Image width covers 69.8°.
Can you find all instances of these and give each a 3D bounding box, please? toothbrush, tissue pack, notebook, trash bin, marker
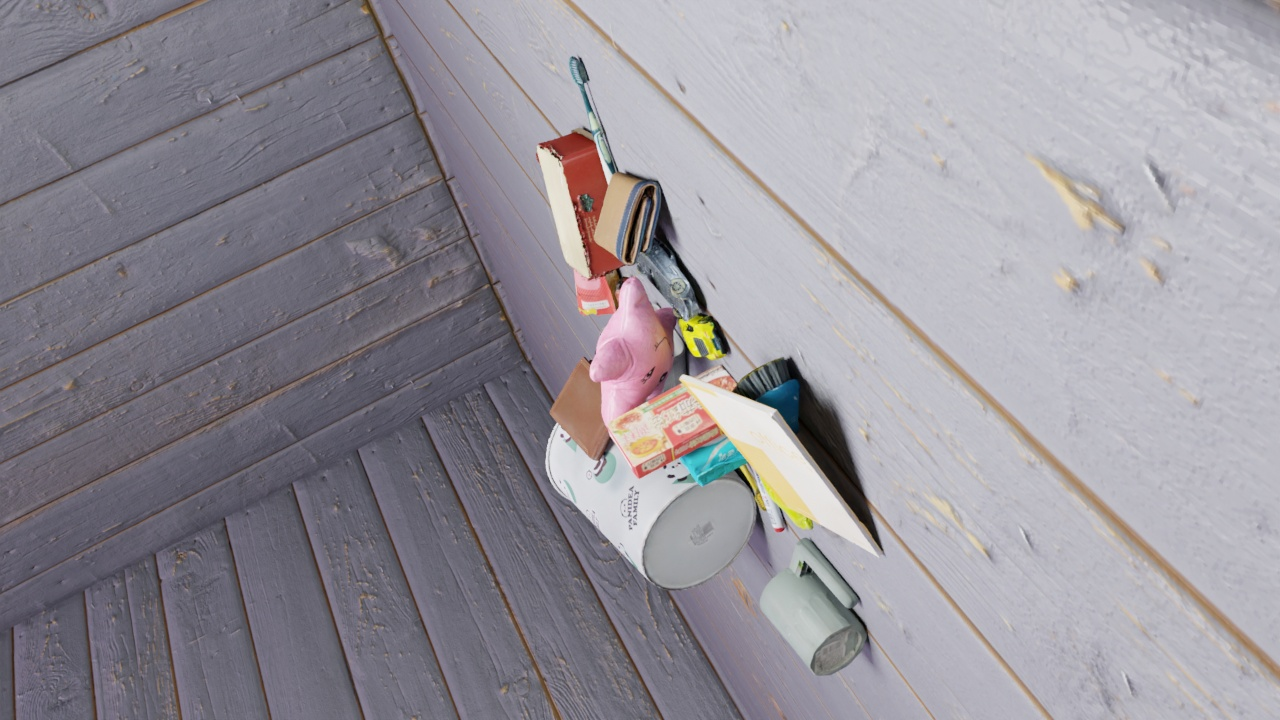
[{"bbox_3d":[-0.045,-0.252,1.037,0.018,0.016,0.192,35,152,48],"label":"toothbrush"},{"bbox_3d":[0.078,0.081,1.074,0.133,0.093,0.050,53,165,44],"label":"tissue pack"},{"bbox_3d":[0.131,0.097,0.862,0.206,0.010,0.146,50,165,-30],"label":"notebook"},{"bbox_3d":[0.019,0.179,1.311,0.252,0.229,0.230,43,159,49],"label":"trash bin"},{"bbox_3d":[0.117,0.108,1.177,0.190,0.015,0.017,61,166,10],"label":"toothbrush"},{"bbox_3d":[0.152,0.154,1.120,0.017,0.017,0.145,46,161,60],"label":"marker"}]

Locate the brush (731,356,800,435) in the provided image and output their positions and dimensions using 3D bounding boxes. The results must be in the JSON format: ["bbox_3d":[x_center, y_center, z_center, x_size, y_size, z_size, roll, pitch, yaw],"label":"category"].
[{"bbox_3d":[0.121,0.047,0.873,0.073,0.055,0.144,62,170,10],"label":"brush"}]

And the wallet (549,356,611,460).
[{"bbox_3d":[-0.070,0.066,1.274,0.032,0.101,0.124,20,-164,-43],"label":"wallet"}]

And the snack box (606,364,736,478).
[{"bbox_3d":[0.045,0.067,1.031,0.075,0.152,0.025,54,167,43],"label":"snack box"}]

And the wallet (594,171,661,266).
[{"bbox_3d":[-0.016,-0.156,0.995,0.115,0.033,0.090,-139,62,-64],"label":"wallet"}]

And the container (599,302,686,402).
[{"bbox_3d":[0.008,-0.001,1.236,0.090,0.090,0.114,58,173,26],"label":"container"}]

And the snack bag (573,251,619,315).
[{"bbox_3d":[-0.082,-0.168,1.336,0.128,0.073,0.208,39,150,57],"label":"snack bag"}]

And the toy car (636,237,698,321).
[{"bbox_3d":[0.028,-0.096,1.020,0.120,0.036,0.054,54,168,25],"label":"toy car"}]

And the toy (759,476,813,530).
[{"bbox_3d":[0.159,0.142,1.011,0.096,0.031,0.100,63,171,7],"label":"toy"}]

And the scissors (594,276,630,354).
[{"bbox_3d":[-0.026,-0.040,1.329,0.225,0.015,0.189,-48,-29,-64],"label":"scissors"}]

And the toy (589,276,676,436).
[{"bbox_3d":[-0.006,0.006,1.082,0.075,0.178,0.194,16,172,22],"label":"toy"}]

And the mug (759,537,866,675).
[{"bbox_3d":[0.204,0.286,1.063,0.103,0.083,0.124,50,140,49],"label":"mug"}]

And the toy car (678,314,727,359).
[{"bbox_3d":[0.065,-0.026,1.035,0.048,0.032,0.105,64,172,-15],"label":"toy car"}]

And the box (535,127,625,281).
[{"bbox_3d":[-0.076,-0.187,1.124,0.091,0.078,0.168,42,151,52],"label":"box"}]
